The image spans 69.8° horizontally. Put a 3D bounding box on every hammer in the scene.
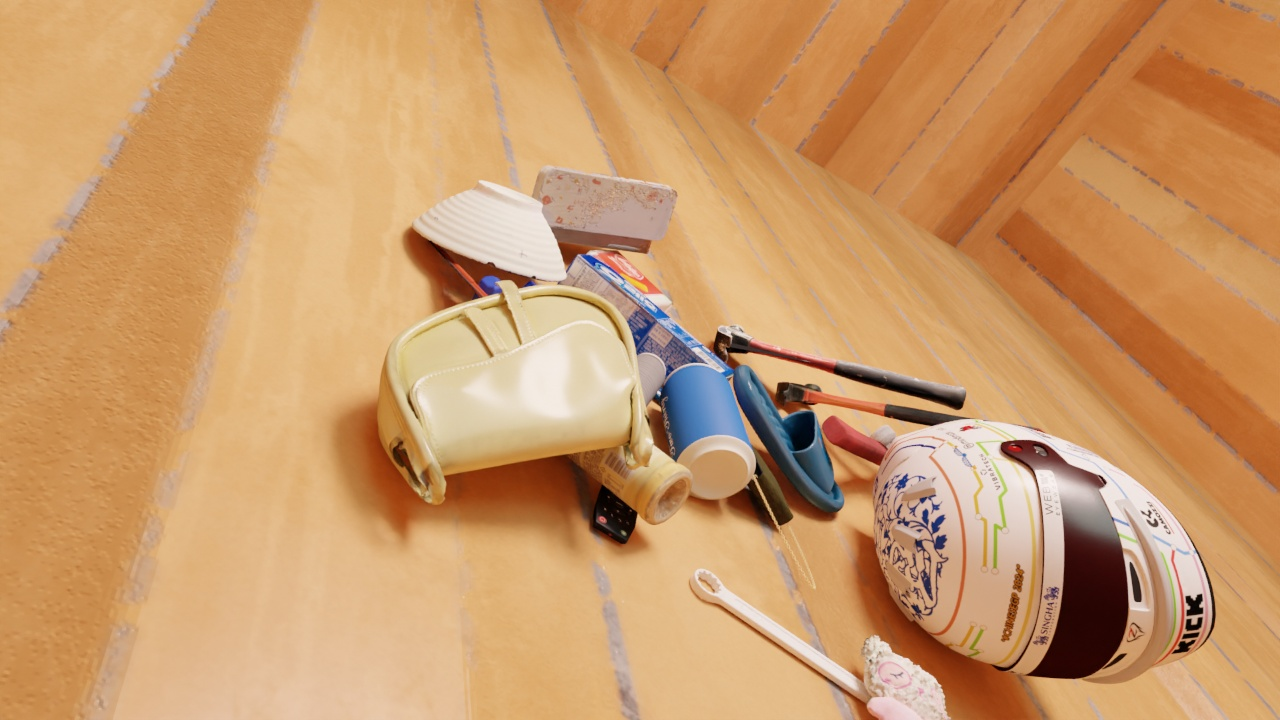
[{"bbox_3d":[0.294,0.115,1.133,0.126,0.036,0.315,53,16,30],"label":"hammer"},{"bbox_3d":[0.250,0.010,1.181,0.326,0.036,0.140,15,12,15],"label":"hammer"},{"bbox_3d":[0.316,0.063,1.121,0.334,0.033,0.133,10,1,38],"label":"hammer"}]

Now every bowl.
[{"bbox_3d":[-0.153,-0.151,1.003,0.177,0.071,0.177,20,13,-5],"label":"bowl"}]

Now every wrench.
[{"bbox_3d":[0.157,0.261,0.789,0.273,0.009,0.047,35,24,-3],"label":"wrench"}]

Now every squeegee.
[{"bbox_3d":[-0.114,-0.052,0.951,0.184,0.055,0.249,18,13,-33],"label":"squeegee"}]

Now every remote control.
[{"bbox_3d":[-0.018,0.119,0.816,0.039,0.010,0.124,33,24,-7],"label":"remote control"}]

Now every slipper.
[{"bbox_3d":[0.172,0.087,1.016,0.214,0.059,0.103,51,19,-23],"label":"slipper"}]

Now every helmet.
[{"bbox_3d":[0.361,0.187,0.918,0.236,0.231,0.314,-1,19,-11],"label":"helmet"}]

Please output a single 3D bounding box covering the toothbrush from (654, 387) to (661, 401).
[{"bbox_3d":[-0.006,0.006,1.018,0.132,0.016,0.021,51,19,2],"label":"toothbrush"}]

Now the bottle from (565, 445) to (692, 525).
[{"bbox_3d":[-0.030,0.076,0.804,0.162,0.057,0.056,35,21,31],"label":"bottle"}]

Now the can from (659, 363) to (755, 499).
[{"bbox_3d":[0.065,0.070,0.934,0.079,0.079,0.146,26,26,-21],"label":"can"}]

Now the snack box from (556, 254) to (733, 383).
[{"bbox_3d":[0.005,-0.035,1.064,0.226,0.060,0.059,41,19,12],"label":"snack box"}]

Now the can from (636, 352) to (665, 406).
[{"bbox_3d":[-0.009,0.031,0.931,0.044,0.044,0.106,37,34,2],"label":"can"}]

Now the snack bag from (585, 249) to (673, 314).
[{"bbox_3d":[-0.019,-0.096,1.181,0.116,0.036,0.076,45,26,20],"label":"snack bag"}]

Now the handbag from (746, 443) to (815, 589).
[{"bbox_3d":[0.134,0.157,0.892,0.084,0.027,0.178,54,9,-30],"label":"handbag"}]

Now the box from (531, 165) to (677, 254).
[{"bbox_3d":[-0.068,-0.195,1.174,0.215,0.096,0.105,1,15,-41],"label":"box"}]

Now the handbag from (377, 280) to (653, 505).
[{"bbox_3d":[-0.098,0.021,0.725,0.232,0.089,0.191,-7,40,-33],"label":"handbag"}]

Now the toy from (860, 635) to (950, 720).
[{"bbox_3d":[0.224,0.288,0.769,0.095,0.041,0.108,36,30,-2],"label":"toy"}]
